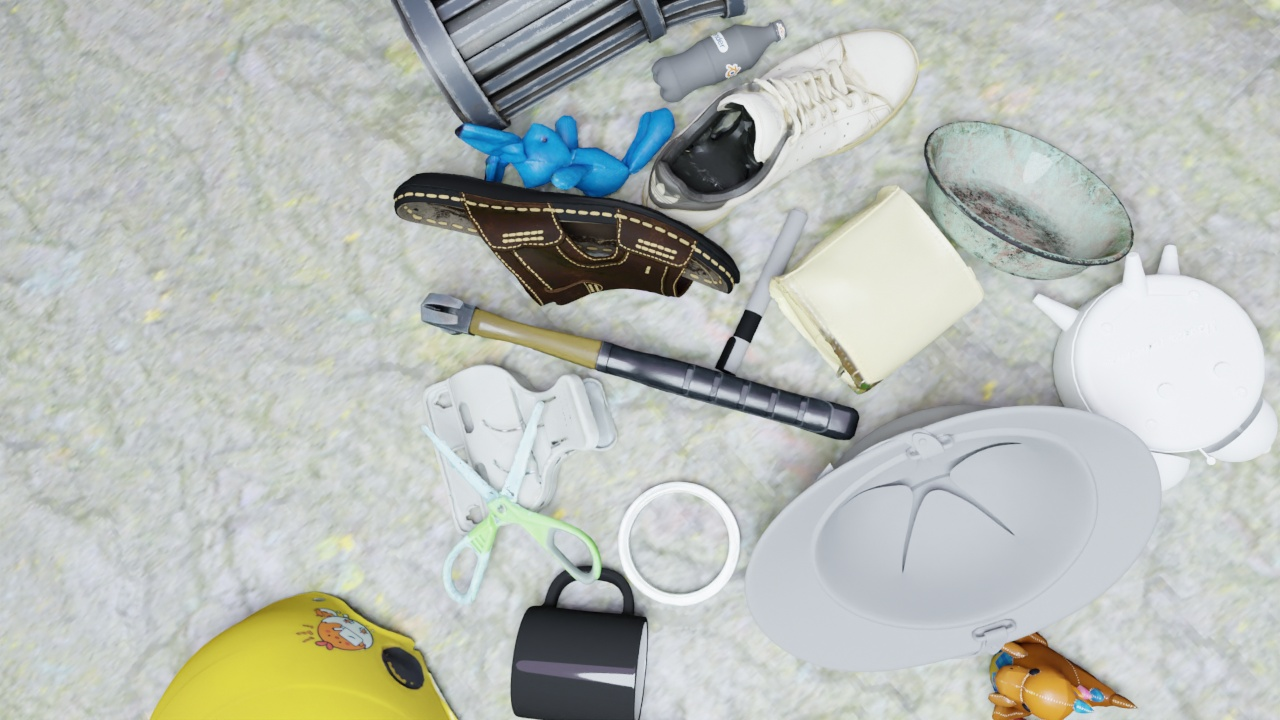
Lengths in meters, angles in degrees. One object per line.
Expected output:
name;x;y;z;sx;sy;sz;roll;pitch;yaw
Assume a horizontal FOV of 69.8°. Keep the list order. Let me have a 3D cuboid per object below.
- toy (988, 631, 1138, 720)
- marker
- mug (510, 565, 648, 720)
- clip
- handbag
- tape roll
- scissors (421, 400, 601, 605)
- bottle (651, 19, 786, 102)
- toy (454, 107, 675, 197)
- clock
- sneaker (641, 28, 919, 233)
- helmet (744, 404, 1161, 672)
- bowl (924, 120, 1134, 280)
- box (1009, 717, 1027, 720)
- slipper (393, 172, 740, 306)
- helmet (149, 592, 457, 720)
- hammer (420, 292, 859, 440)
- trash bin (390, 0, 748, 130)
toy;0.288;0.224;0.619;0.103;0.090;0.070;13;86;12
marker;0.096;-0.054;0.715;0.016;0.016;0.140;24;86;9
mug;-0.040;0.207;0.674;0.088;0.078;0.113;4;56;7
clip;-0.094;0.059;0.706;0.143;0.072;0.124;-19;83;14
handbag;0.170;-0.049;0.678;0.119;0.081;0.111;-39;88;-1
tape roll;0.030;0.139;0.699;0.093;0.013;0.093;-1;83;6
scissors;-0.103;0.110;0.670;0.171;0.022;0.174;41;110;7
bottle;0.064;-0.242;0.733;0.110;0.036;0.036;-24;81;3
toy;-0.059;-0.158;0.713;0.176;0.113;0.071;-9;95;-19
clock;0.367;0.005;0.648;0.125;0.073;0.161;-21;81;3
sneaker;0.102;-0.184;0.688;0.241;0.102;0.089;-34;80;0
helmet;0.199;0.101;0.640;0.271;0.117;0.183;-22;112;10
bowl;0.269;-0.110;0.660;0.157;0.039;0.157;10;46;-11
box;0.289;0.339;0.596;0.168;0.153;0.157;16;82;39
slipper;-0.058;-0.080;0.690;0.268;0.113;0.075;12;84;3
helmet;-0.246;0.292;0.648;0.240;0.139;0.209;33;87;9
hammer;-0.004;0.004;0.681;0.333;0.118;0.025;15;87;3
trash bin;-0.059;-0.283;0.694;0.227;0.164;0.164;-28;80;6
